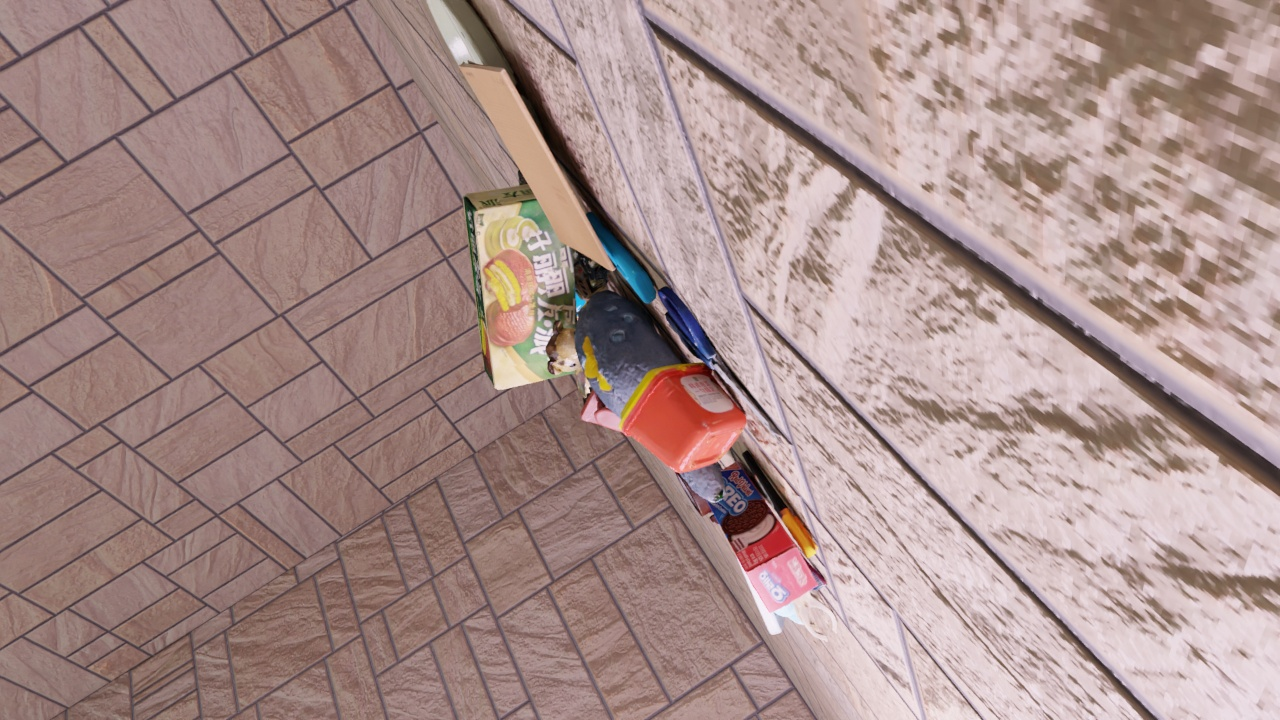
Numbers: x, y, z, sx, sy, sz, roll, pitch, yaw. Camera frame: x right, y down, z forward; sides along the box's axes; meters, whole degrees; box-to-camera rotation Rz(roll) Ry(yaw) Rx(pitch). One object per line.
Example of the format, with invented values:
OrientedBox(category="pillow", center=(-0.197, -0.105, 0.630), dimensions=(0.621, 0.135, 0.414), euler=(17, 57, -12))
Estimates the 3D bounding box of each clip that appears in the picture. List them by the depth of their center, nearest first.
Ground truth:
OrientedBox(category="clip", center=(0.187, 0.273, 1.042), dimensions=(0.100, 0.070, 0.034), euler=(52, 178, -15))

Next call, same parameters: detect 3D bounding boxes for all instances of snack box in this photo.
OrientedBox(category="snack box", center=(0.041, 0.050, 0.808), dimensions=(0.080, 0.082, 0.091), euler=(44, -153, 24))
OrientedBox(category="snack box", center=(0.115, 0.175, 0.942), dimensions=(0.058, 0.057, 0.207), euler=(59, -179, -18))
OrientedBox(category="snack box", center=(-0.141, -0.089, 1.108), dimensions=(0.063, 0.114, 0.240), euler=(-132, 35, -54))

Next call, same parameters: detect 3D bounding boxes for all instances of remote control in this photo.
OrientedBox(category="remote control", center=(0.156, 0.287, 1.196), dimensions=(0.136, 0.020, 0.055), euler=(66, -162, -5))

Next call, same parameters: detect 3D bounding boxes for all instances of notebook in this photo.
OrientedBox(category="notebook", center=(-0.100, -0.190, 0.890), dimensions=(0.211, 0.012, 0.149), euler=(60, 169, -29))

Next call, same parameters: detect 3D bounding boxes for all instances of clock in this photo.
OrientedBox(category="clock", center=(0.093, 0.179, 1.258), dimensions=(0.122, 0.055, 0.082), euler=(62, 173, -18))

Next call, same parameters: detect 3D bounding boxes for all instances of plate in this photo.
OrientedBox(category="plate", center=(-0.159, -0.298, 0.978), dimensions=(0.230, 0.027, 0.230), euler=(57, 174, 8))

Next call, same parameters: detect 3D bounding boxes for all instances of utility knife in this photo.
OrientedBox(category="utility knife", center=(-0.027, -0.110, 0.905), dimensions=(0.161, 0.018, 0.034), euler=(54, 174, 45))

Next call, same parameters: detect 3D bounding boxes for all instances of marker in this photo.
OrientedBox(category="marker", center=(0.133, 0.136, 0.887), dimensions=(0.123, 0.015, 0.018), euler=(58, 177, 32))

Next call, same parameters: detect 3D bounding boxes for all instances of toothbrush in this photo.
OrientedBox(category="toothbrush", center=(0.154, 0.198, 1.024), dimensions=(0.016, 0.017, 0.187), euler=(62, 173, -31))

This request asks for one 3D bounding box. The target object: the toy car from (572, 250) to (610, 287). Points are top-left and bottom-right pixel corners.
OrientedBox(category="toy car", center=(-0.053, -0.117, 1.016), dimensions=(0.049, 0.031, 0.106), euler=(61, 170, 12))

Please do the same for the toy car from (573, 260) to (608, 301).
OrientedBox(category="toy car", center=(-0.063, -0.100, 1.158), dimensions=(0.035, 0.042, 0.090), euler=(54, 174, 21))

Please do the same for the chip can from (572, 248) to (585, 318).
OrientedBox(category="chip can", center=(-0.099, -0.104, 1.269), dimensions=(0.071, 0.071, 0.210), euler=(56, 176, 15))

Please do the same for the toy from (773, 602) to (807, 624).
OrientedBox(category="toy", center=(0.170, 0.272, 1.138), dimensions=(0.156, 0.050, 0.161), euler=(56, -172, -21))

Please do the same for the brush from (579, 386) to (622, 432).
OrientedBox(category="brush", center=(0.008, 0.061, 1.059), dimensions=(0.145, 0.063, 0.069), euler=(16, -150, -24))

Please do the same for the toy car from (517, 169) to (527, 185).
OrientedBox(category="toy car", center=(-0.128, -0.207, 1.178), dimensions=(0.090, 0.034, 0.043), euler=(58, 178, -4))

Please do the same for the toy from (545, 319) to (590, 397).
OrientedBox(category="toy", center=(-0.046, -0.006, 1.113), dimensions=(0.066, 0.157, 0.105), euler=(-5, 79, 48))

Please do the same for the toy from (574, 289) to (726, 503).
OrientedBox(category="toy", center=(-0.006, 0.006, 0.986), dimensions=(0.138, 0.091, 0.356), euler=(38, -165, -45))

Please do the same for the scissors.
OrientedBox(category="scissors", center=(0.066, 0.009, 0.775), dimensions=(0.173, 0.012, 0.126), euler=(56, 173, 3))
